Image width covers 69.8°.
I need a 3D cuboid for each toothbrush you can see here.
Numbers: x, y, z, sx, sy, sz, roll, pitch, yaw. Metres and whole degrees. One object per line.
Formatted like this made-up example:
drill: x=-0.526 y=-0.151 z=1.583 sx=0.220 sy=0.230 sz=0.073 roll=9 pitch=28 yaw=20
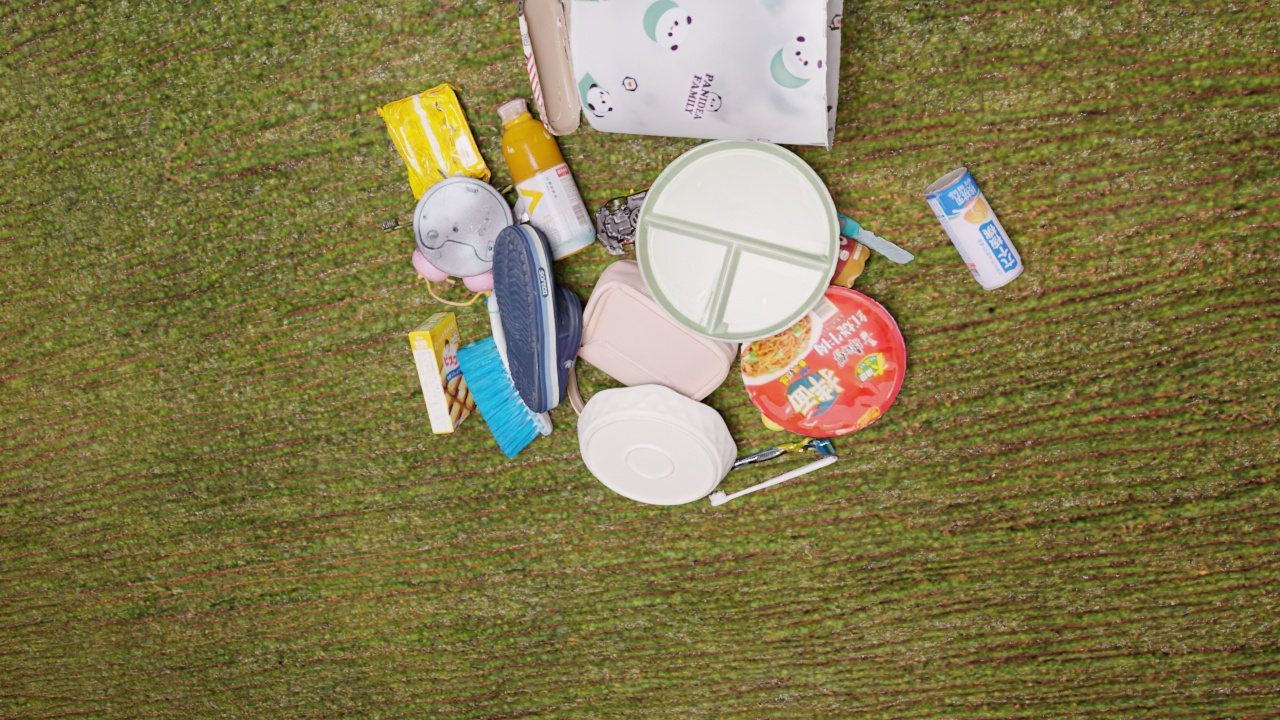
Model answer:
toothbrush: x=-0.246 y=-0.193 z=1.159 sx=0.186 sy=0.012 sz=0.017 roll=-15 pitch=96 yaw=15
toothbrush: x=0.173 y=0.156 z=1.208 sx=0.180 sy=0.016 sz=0.016 roll=-22 pitch=99 yaw=18

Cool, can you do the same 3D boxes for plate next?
plate: x=0.108 y=-0.134 z=1.039 sx=0.230 sy=0.027 sz=0.230 roll=1 pitch=96 yaw=12
plate: x=0.016 y=0.115 z=1.164 sx=0.205 sy=0.045 sz=0.205 roll=8 pitch=135 yaw=8

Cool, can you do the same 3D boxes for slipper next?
slipper: x=-0.112 y=-0.045 z=1.096 sx=0.105 sy=0.095 sz=0.253 roll=40 pitch=143 yaw=41

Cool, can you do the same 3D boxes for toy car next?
toy car: x=0.019 y=-0.179 z=1.098 sx=0.156 sy=0.041 sz=0.071 roll=-18 pitch=106 yaw=14

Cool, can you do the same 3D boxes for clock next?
clock: x=-0.213 y=-0.142 z=1.100 sx=0.117 sy=0.060 sz=0.158 roll=13 pitch=98 yaw=-5

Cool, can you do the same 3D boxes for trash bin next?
trash bin: x=0.075 y=-0.332 z=0.945 sx=0.252 sy=0.229 sz=0.230 roll=3 pitch=110 yaw=16

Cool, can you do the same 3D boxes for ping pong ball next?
ping pong ball: x=0.173 y=0.069 z=1.161 sx=0.040 sy=0.040 sz=0.040 roll=3 pitch=110 yaw=9

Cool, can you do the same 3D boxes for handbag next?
handbag: x=-0.007 y=0.007 z=1.160 sx=0.193 sy=0.093 sz=0.235 roll=32 pitch=120 yaw=-3

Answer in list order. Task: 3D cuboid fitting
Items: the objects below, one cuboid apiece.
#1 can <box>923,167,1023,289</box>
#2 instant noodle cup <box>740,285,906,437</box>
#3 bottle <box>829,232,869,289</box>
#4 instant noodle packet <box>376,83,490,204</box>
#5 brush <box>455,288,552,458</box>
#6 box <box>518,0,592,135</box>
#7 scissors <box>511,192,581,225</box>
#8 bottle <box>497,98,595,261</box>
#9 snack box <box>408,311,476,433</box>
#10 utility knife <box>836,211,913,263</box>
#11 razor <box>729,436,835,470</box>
can: x=0.377 y=-0.148 z=1.037 sx=0.053 sy=0.053 sz=0.134 roll=-32 pitch=101 yaw=19
instant noodle cup: x=0.220 y=-0.007 z=1.112 sx=0.194 sy=0.065 sz=0.194 roll=4 pitch=112 yaw=9
bottle: x=0.178 y=-0.146 z=1.073 sx=0.175 sy=0.057 sz=0.058 roll=28 pitch=112 yaw=0
instant noodle packet: x=-0.248 y=-0.263 z=1.117 sx=0.111 sy=0.044 sz=0.128 roll=-14 pitch=109 yaw=13
brush: x=-0.195 y=-0.031 z=1.191 sx=0.109 sy=0.060 sz=0.314 roll=-23 pitch=102 yaw=12
box: x=-0.077 y=-0.342 z=1.038 sx=0.088 sy=0.076 sz=0.162 roll=1 pitch=109 yaw=40
scissors: x=-0.157 y=-0.168 z=1.132 sx=0.181 sy=0.014 sz=0.159 roll=-7 pitch=102 yaw=1
bottle: x=-0.115 y=-0.214 z=1.087 sx=0.068 sy=0.068 sz=0.189 roll=-20 pitch=99 yaw=17
snack box: x=-0.257 y=0.015 z=1.197 sx=0.034 sy=0.086 sz=0.140 roll=-7 pitch=108 yaw=13
utility knife: x=0.221 y=-0.168 z=1.079 sx=0.222 sy=0.013 sz=0.029 roll=27 pitch=120 yaw=0
razor: x=0.179 y=0.120 z=1.191 sx=0.143 sy=0.022 sz=0.042 roll=-15 pitch=150 yaw=19
